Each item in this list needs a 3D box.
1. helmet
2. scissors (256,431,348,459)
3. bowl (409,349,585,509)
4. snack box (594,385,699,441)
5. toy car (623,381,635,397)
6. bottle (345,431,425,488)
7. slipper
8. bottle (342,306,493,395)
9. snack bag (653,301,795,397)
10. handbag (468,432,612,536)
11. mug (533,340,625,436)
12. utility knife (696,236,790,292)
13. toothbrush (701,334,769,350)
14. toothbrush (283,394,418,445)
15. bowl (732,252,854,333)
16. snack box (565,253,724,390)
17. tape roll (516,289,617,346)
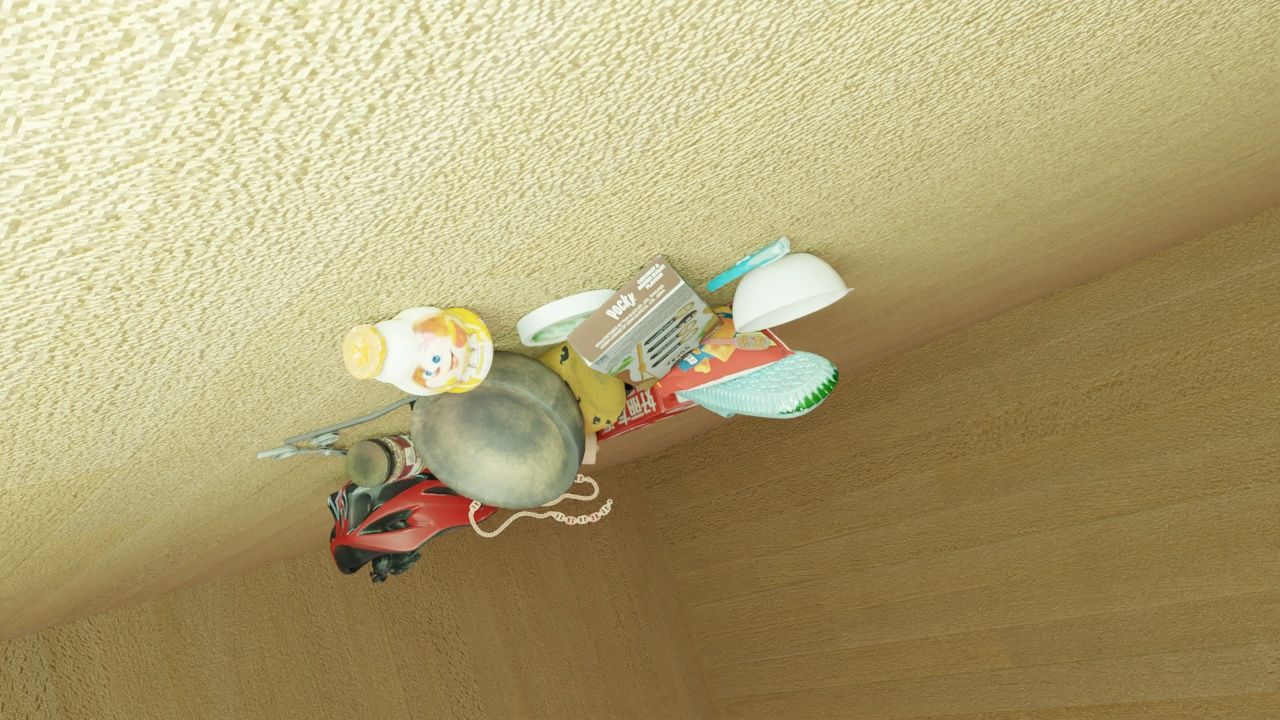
[{"bbox_3d":[-0.340,0.230,1.383,0.218,0.167,0.271,-25,169,36],"label":"helmet"},{"bbox_3d":[-0.371,0.104,1.040,0.120,0.014,0.160,-16,168,-23],"label":"scissors"},{"bbox_3d":[-0.127,0.058,0.859,0.163,0.162,0.070,-23,-151,27],"label":"bowl"},{"bbox_3d":[0.013,0.055,1.257,0.113,0.060,0.237,-15,172,-30],"label":"snack box"},{"bbox_3d":[-0.006,0.006,1.031,0.092,0.037,0.040,-57,156,17],"label":"toy car"},{"bbox_3d":[-0.302,0.118,1.103,0.056,0.056,0.105,-21,176,14],"label":"bottle"},{"bbox_3d":[0.108,0.022,0.989,0.115,0.069,0.276,-35,-154,-23],"label":"slipper"},{"bbox_3d":[-0.154,-0.007,0.640,0.063,0.063,0.108,-23,170,29],"label":"bottle"},{"bbox_3d":[0.065,-0.014,0.954,0.144,0.039,0.130,-17,-146,-14],"label":"snack bag"},{"bbox_3d":[-0.129,0.164,1.223,0.198,0.187,0.116,1,-171,-9],"label":"handbag"},{"bbox_3d":[-0.071,0.038,0.949,0.094,0.100,0.123,-26,149,31],"label":"mug"},{"bbox_3d":[0.084,-0.079,0.849,0.149,0.015,0.022,-27,-169,49],"label":"utility knife"},{"bbox_3d":[0.036,-0.022,0.915,0.184,0.015,0.015,3,174,8],"label":"toothbrush"},{"bbox_3d":[-0.289,0.061,0.949,0.167,0.013,0.013,-17,172,2],"label":"toothbrush"},{"bbox_3d":[0.140,-0.071,0.900,0.114,0.050,0.115,-18,172,-3],"label":"bowl"},{"bbox_3d":[0.011,-0.027,0.809,0.101,0.031,0.186,-41,164,6],"label":"snack box"},{"bbox_3d":[-0.060,-0.037,0.797,0.094,0.018,0.094,-18,171,-3],"label":"tape roll"}]
